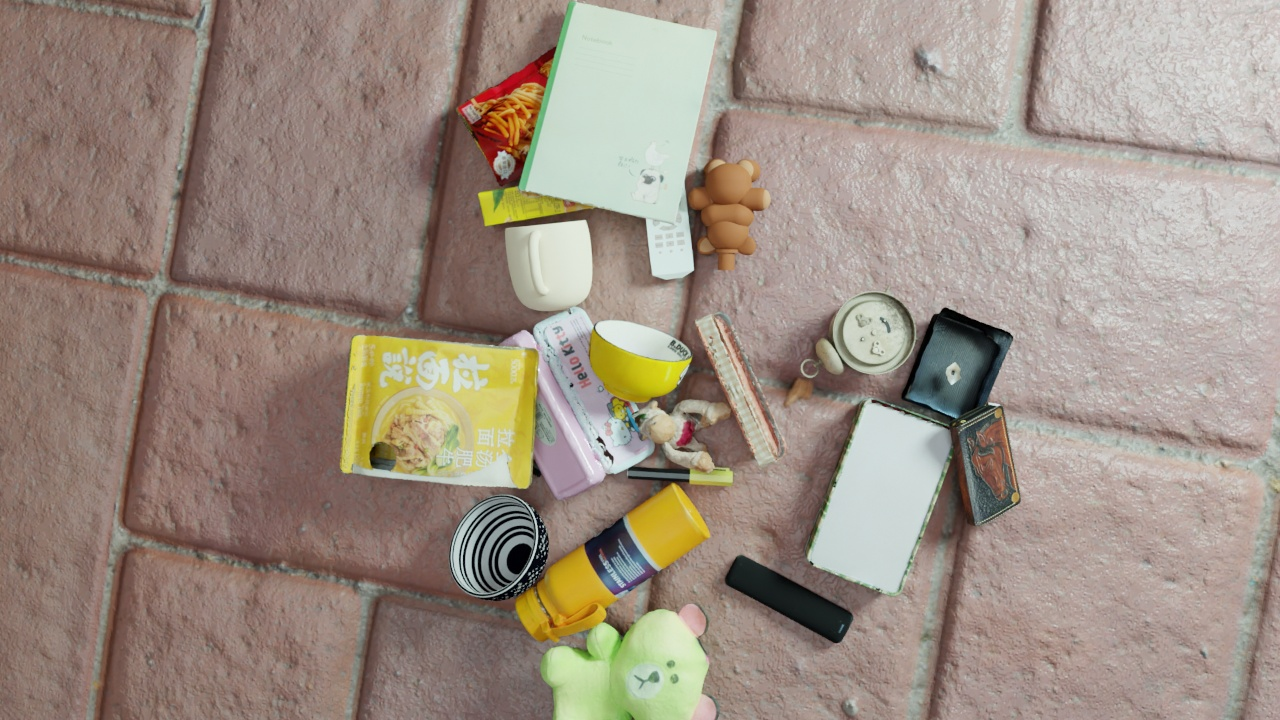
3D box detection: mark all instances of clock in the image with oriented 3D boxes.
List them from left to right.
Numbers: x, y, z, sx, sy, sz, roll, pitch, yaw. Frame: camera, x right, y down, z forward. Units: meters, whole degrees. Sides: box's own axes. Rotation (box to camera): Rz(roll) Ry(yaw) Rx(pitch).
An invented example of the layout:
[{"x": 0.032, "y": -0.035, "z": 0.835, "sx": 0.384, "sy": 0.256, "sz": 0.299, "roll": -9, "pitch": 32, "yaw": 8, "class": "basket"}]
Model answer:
[{"x": 0.244, "y": -0.021, "z": 1.045, "sx": 0.141, "sy": 0.054, "sz": 0.093, "roll": -30, "pitch": 89, "yaw": -2, "class": "clock"}]

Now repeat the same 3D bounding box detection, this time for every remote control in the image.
[{"x": 0.032, "y": -0.168, "z": 1.082, "sx": 0.049, "sy": 0.024, "sz": 0.143, "roll": -6, "pitch": 91, "yaw": 6, "class": "remote control"}, {"x": 0.172, "y": 0.277, "z": 1.065, "sx": 0.152, "sy": 0.020, "sz": 0.041, "roll": 27, "pitch": 91, "yaw": 7, "class": "remote control"}]

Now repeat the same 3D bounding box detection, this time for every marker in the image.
[{"x": 0.046, "y": 0.134, "z": 1.081, "sx": 0.124, "sy": 0.017, "sz": 0.021, "roll": 2, "pitch": 89, "yaw": 7, "class": "marker"}]

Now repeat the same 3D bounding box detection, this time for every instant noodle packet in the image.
[{"x": -0.225, "y": 0.057, "z": 1.059, "sx": 0.222, "sy": 0.084, "sz": 0.163, "roll": 4, "pitch": 90, "yaw": 15, "class": "instant noodle packet"}]

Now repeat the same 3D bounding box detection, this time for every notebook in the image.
[{"x": -0.023, "y": -0.289, "z": 1.058, "sx": 0.182, "sy": 0.010, "sz": 0.252, "roll": 13, "pitch": 76, "yaw": 1, "class": "notebook"}]

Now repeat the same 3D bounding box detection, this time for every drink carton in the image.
[{"x": -0.116, "y": -0.189, "z": 1.079, "sx": 0.134, "sy": 0.058, "sz": 0.043, "roll": -9, "pitch": 103, "yaw": 5, "class": "drink carton"}]

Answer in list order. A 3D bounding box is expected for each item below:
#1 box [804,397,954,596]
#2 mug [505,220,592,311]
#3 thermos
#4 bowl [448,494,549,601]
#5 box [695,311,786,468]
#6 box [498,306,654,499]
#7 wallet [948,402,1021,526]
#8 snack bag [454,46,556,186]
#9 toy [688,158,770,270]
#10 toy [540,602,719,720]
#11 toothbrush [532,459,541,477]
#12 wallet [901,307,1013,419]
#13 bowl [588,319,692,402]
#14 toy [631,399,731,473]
[{"x": 0.272, "y": 0.153, "z": 1.043, "sx": 0.118, "sy": 0.051, "sz": 0.205, "roll": 19, "pitch": 90, "yaw": 9, "class": "box"}, {"x": -0.105, "y": -0.105, "z": 1.048, "sx": 0.096, "sy": 0.120, "sz": 0.100, "roll": -4, "pitch": 99, "yaw": 10, "class": "mug"}, {"x": -0.035, "y": 0.237, "z": 1.051, "sx": 0.233, "sy": 0.091, "sz": 0.076, "roll": -35, "pitch": 96, "yaw": 4, "class": "thermos"}, {"x": -0.155, "y": 0.224, "z": 1.070, "sx": 0.120, "sy": 0.066, "sz": 0.120, "roll": -13, "pitch": 58, "yaw": 22, "class": "bowl"}, {"x": 0.115, "y": 0.033, "z": 1.049, "sx": 0.042, "sy": 0.082, "sz": 0.187, "roll": -24, "pitch": 89, "yaw": 14, "class": "box"}, {"x": -0.085, "y": 0.050, "z": 1.069, "sx": 0.146, "sy": 0.077, "sz": 0.201, "roll": -29, "pitch": 86, "yaw": 5, "class": "box"}, {"x": 0.381, "y": 0.115, "z": 1.017, "sx": 0.072, "sy": 0.019, "sz": 0.123, "roll": -23, "pitch": 106, "yaw": -24, "class": "wallet"}, {"x": -0.104, "y": -0.303, "z": 1.095, "sx": 0.208, "sy": 0.067, "sz": 0.139, "roll": -29, "pitch": 81, "yaw": -5, "class": "snack bag"}, {"x": 0.103, "y": -0.169, "z": 1.065, "sx": 0.095, "sy": 0.065, "sz": 0.128, "roll": 3, "pitch": 98, "yaw": 14, "class": "toy"}, {"x": -0.011, "y": 0.364, "z": 1.046, "sx": 0.197, "sy": 0.107, "sz": 0.150, "roll": -10, "pitch": 83, "yaw": -3, "class": "toy"}, {"x": -0.187, "y": 0.092, "z": 1.108, "sx": 0.167, "sy": 0.012, "sz": 0.013, "roll": 32, "pitch": 100, "yaw": 5, "class": "toothbrush"}, {"x": 0.358, "y": 0.007, "z": 1.044, "sx": 0.089, "sy": 0.026, "sz": 0.115, "roll": 22, "pitch": 92, "yaw": 1, "class": "wallet"}, {"x": -0.006, "y": 0.006, "z": 1.044, "sx": 0.117, "sy": 0.117, "sz": 0.068, "roll": 19, "pitch": 108, "yaw": 6, "class": "bowl"}, {"x": 0.042, "y": 0.073, "z": 1.052, "sx": 0.106, "sy": 0.074, "sz": 0.085, "roll": 18, "pitch": 96, "yaw": -3, "class": "toy"}]
